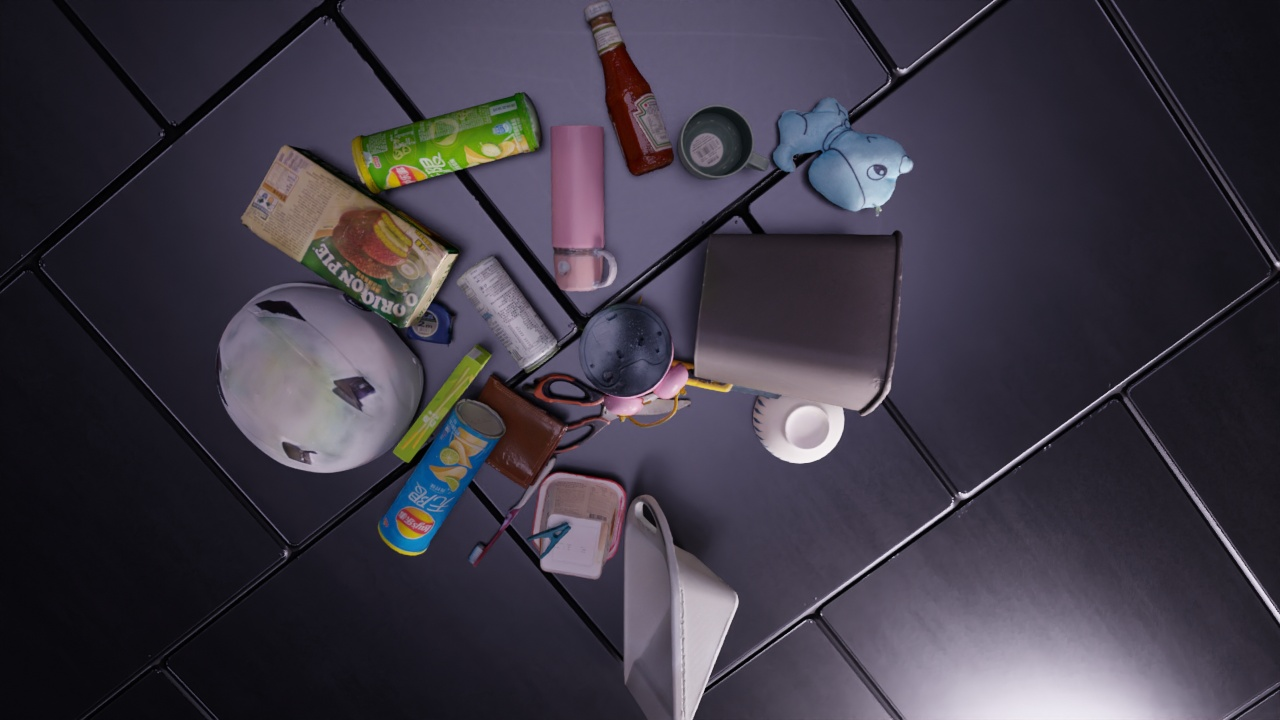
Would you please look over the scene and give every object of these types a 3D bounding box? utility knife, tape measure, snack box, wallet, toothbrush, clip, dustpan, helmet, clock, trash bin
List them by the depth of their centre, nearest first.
[{"bbox_3d":[0.180,-0.053,1.085,0.220,0.199,0.198,8,78,6],"label":"trash bin"},{"bbox_3d":[-0.107,0.212,1.097,0.055,0.013,0.034,-31,99,8],"label":"clip"},{"bbox_3d":[-0.351,-0.150,1.118,0.240,0.063,0.114,33,99,0],"label":"snack box"},{"bbox_3d":[-0.409,0.027,1.119,0.258,0.146,0.229,43,97,-7],"label":"helmet"},{"bbox_3d":[0.010,0.311,1.145,0.142,0.223,0.257,28,88,-17],"label":"dustpan"},{"bbox_3d":[-0.007,0.007,1.146,0.117,0.060,0.158,-25,80,6],"label":"clock"},{"bbox_3d":[-0.249,0.053,1.157,0.026,0.085,0.156,38,97,-7],"label":"snack box"},{"bbox_3d":[0.079,0.018,1.169,0.218,0.015,0.033,12,88,8],"label":"utility knife"},{"bbox_3d":[-0.267,-0.048,1.169,0.058,0.025,0.054,9,98,1],"label":"tape measure"},{"bbox_3d":[-0.167,0.092,1.183,0.124,0.032,0.101,33,101,5],"label":"wallet"},{"bbox_3d":[-0.171,0.200,1.220,0.017,0.016,0.188,38,98,3],"label":"toothbrush"}]

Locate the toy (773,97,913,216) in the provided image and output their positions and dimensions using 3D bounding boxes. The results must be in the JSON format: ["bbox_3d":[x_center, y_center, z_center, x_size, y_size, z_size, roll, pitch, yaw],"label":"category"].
[{"bbox_3d":[0.249,-0.247,1.128,0.161,0.049,0.156,-17,95,4],"label":"toy"}]

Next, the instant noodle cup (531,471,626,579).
[{"bbox_3d":[-0.081,0.214,1.168,0.116,0.124,0.116,10,100,-2],"label":"instant noodle cup"}]

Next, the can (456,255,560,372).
[{"bbox_3d":[-0.165,-0.058,1.152,0.058,0.058,0.147,-36,99,5],"label":"can"}]

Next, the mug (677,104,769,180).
[{"bbox_3d":[0.099,-0.253,1.095,0.111,0.106,0.082,21,98,-4],"label":"mug"}]

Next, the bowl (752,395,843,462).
[{"bbox_3d":[0.207,0.079,1.177,0.116,0.066,0.116,0,100,-1],"label":"bowl"}]

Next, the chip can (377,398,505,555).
[{"bbox_3d":[-0.252,0.149,1.159,0.071,0.071,0.211,34,111,-6],"label":"chip can"}]

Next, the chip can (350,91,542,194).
[{"bbox_3d":[-0.229,-0.263,1.107,0.221,0.072,0.072,-15,100,2],"label":"chip can"}]

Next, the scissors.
[{"bbox_3d":[-0.052,0.056,1.195,0.213,0.015,0.197,34,98,-6],"label":"scissors"}]

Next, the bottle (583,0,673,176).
[{"bbox_3d":[-0.019,-0.327,1.106,0.060,0.059,0.206,-20,97,3],"label":"bottle"}]

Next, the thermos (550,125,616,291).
[{"bbox_3d":[-0.068,-0.185,1.120,0.087,0.067,0.198,5,100,34],"label":"thermos"}]
